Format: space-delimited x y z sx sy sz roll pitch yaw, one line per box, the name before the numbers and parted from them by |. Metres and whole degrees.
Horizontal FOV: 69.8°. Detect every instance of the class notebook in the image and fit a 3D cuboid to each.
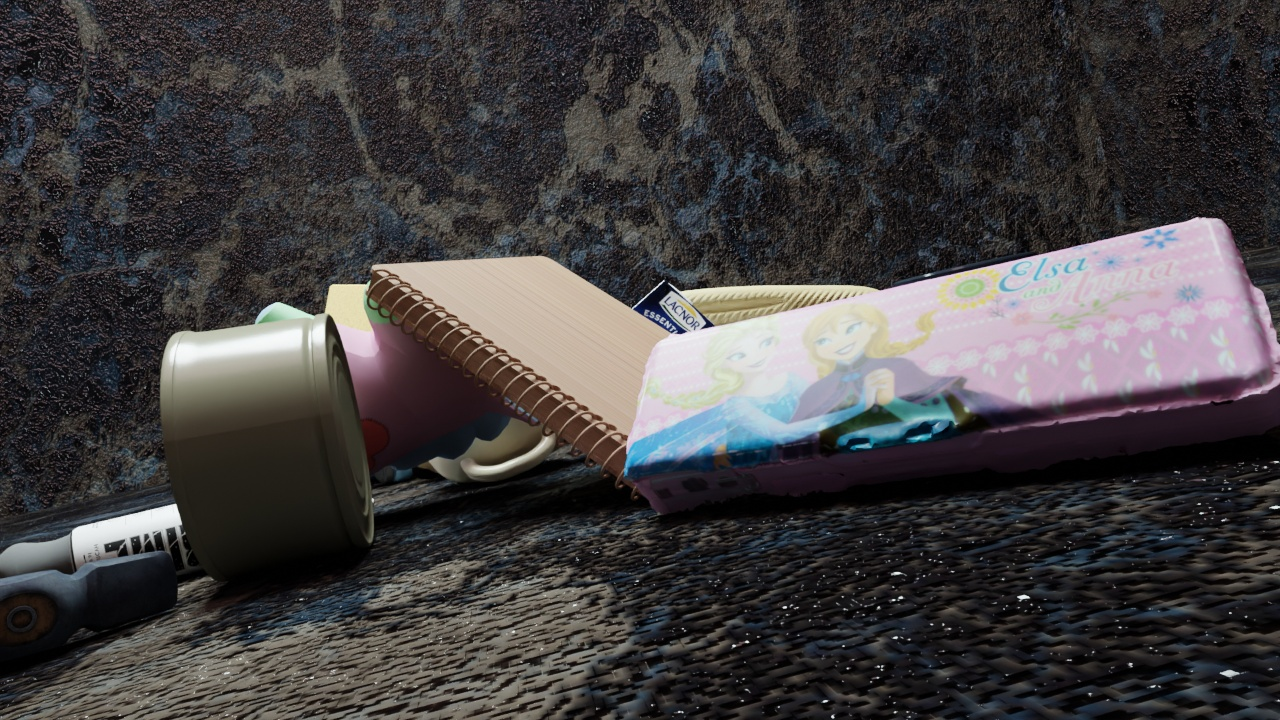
notebook | -0.033 -0.003 0.522 0.210 0.022 0.168 33 23 24

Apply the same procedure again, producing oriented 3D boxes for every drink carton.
drink carton | -0.004 0.004 0.706 0.129 0.064 0.040 -43 -11 -18

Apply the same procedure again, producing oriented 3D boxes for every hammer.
hammer | -0.356 0.127 0.463 0.323 0.040 0.129 -13 -4 42

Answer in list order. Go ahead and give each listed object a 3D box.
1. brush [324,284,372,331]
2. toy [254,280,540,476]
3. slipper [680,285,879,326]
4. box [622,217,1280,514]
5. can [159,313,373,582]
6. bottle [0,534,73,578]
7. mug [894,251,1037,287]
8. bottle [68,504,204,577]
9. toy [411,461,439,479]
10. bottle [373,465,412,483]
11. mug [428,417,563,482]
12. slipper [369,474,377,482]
brush | -0.202 0.006 0.945 0.195 0.075 0.250 5 -17 -3
toy | -0.177 0.034 0.597 0.171 0.222 0.120 31 14 -31
slipper | 0.096 -0.011 0.792 0.261 0.111 0.079 -8 3 -5
box | 0.120 0.027 0.375 0.231 0.105 0.086 -12 44 28
can | -0.186 0.042 0.473 0.073 0.128 0.128 -10 0 -12
bottle | -0.317 0.115 0.544 0.109 0.036 0.036 -12 0 -15
mug | 0.162 -0.008 0.472 0.105 0.077 0.071 -12 0 -26
bottle | -0.256 0.100 0.524 0.115 0.041 0.041 -12 0 -25
toy | -0.164 0.052 0.800 0.108 0.105 0.134 -1 -17 28
bottle | -0.200 0.087 0.876 0.129 0.040 0.040 -12 1 -35
mug | -0.118 0.048 0.693 0.099 0.096 0.120 -23 43 -12
slipper | -0.279 0.079 0.933 0.252 0.095 0.105 -8 1 -18
